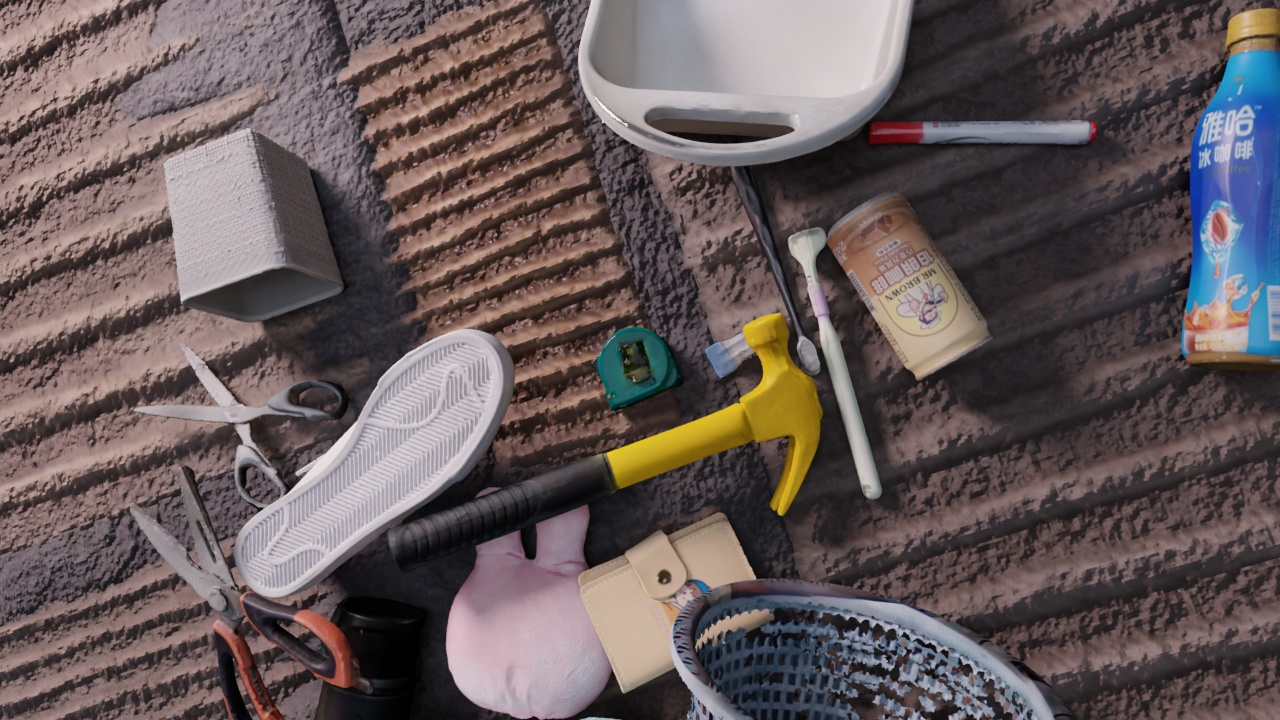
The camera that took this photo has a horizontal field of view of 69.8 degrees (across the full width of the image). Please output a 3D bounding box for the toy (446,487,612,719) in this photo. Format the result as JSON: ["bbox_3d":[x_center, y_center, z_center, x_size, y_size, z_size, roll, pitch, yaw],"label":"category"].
[{"bbox_3d":[-0.076,0.168,0.642,0.121,0.054,0.159,0,83,5],"label":"toy"}]

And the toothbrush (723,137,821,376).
[{"bbox_3d":[0.092,-0.075,0.644,0.016,0.018,0.181,-20,81,6],"label":"toothbrush"}]

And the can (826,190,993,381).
[{"bbox_3d":[0.175,-0.049,0.603,0.058,0.058,0.116,-32,81,8],"label":"can"}]

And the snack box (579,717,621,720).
[{"bbox_3d":[-0.026,0.316,0.555,0.052,0.074,0.175,-4,88,13],"label":"snack box"}]

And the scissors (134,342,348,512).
[{"bbox_3d":[-0.308,0.046,0.707,0.180,0.014,0.159,-14,65,3],"label":"scissors"}]

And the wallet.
[{"bbox_3d":[0.022,0.159,0.622,0.115,0.024,0.087,-23,77,-10],"label":"wallet"}]

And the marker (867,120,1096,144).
[{"bbox_3d":[0.229,-0.154,0.621,0.145,0.017,0.017,3,87,12],"label":"marker"}]

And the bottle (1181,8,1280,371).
[{"bbox_3d":[0.373,-0.104,0.564,0.065,0.065,0.218,3,86,11],"label":"bottle"}]

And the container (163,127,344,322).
[{"bbox_3d":[-0.291,-0.100,0.688,0.090,0.090,0.114,-17,80,9],"label":"container"}]

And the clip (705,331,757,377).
[{"bbox_3d":[0.074,-0.011,0.641,0.058,0.043,0.027,-28,78,1],"label":"clip"}]

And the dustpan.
[{"bbox_3d":[0.071,-0.238,0.596,0.223,0.142,0.257,6,89,12],"label":"dustpan"}]

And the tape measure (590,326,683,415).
[{"bbox_3d":[-0.004,0.004,0.653,0.058,0.025,0.054,-23,83,8],"label":"tape measure"}]

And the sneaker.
[{"bbox_3d":[-0.174,0.073,0.652,0.242,0.090,0.089,-42,84,9],"label":"sneaker"}]

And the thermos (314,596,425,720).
[{"bbox_3d":[-0.214,0.296,0.663,0.090,0.068,0.242,7,85,44],"label":"thermos"}]

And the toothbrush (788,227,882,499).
[{"bbox_3d":[0.136,0.002,0.629,0.029,0.020,0.189,-19,83,40],"label":"toothbrush"}]

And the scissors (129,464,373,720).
[{"bbox_3d":[-0.271,0.179,0.624,0.227,0.015,0.189,22,111,17],"label":"scissors"}]

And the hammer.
[{"bbox_3d":[-0.021,0.076,0.613,0.300,0.033,0.129,-20,95,-3],"label":"hammer"}]

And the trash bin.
[{"bbox_3d":[0.112,0.264,0.532,0.227,0.226,0.195,13,101,12],"label":"trash bin"}]
